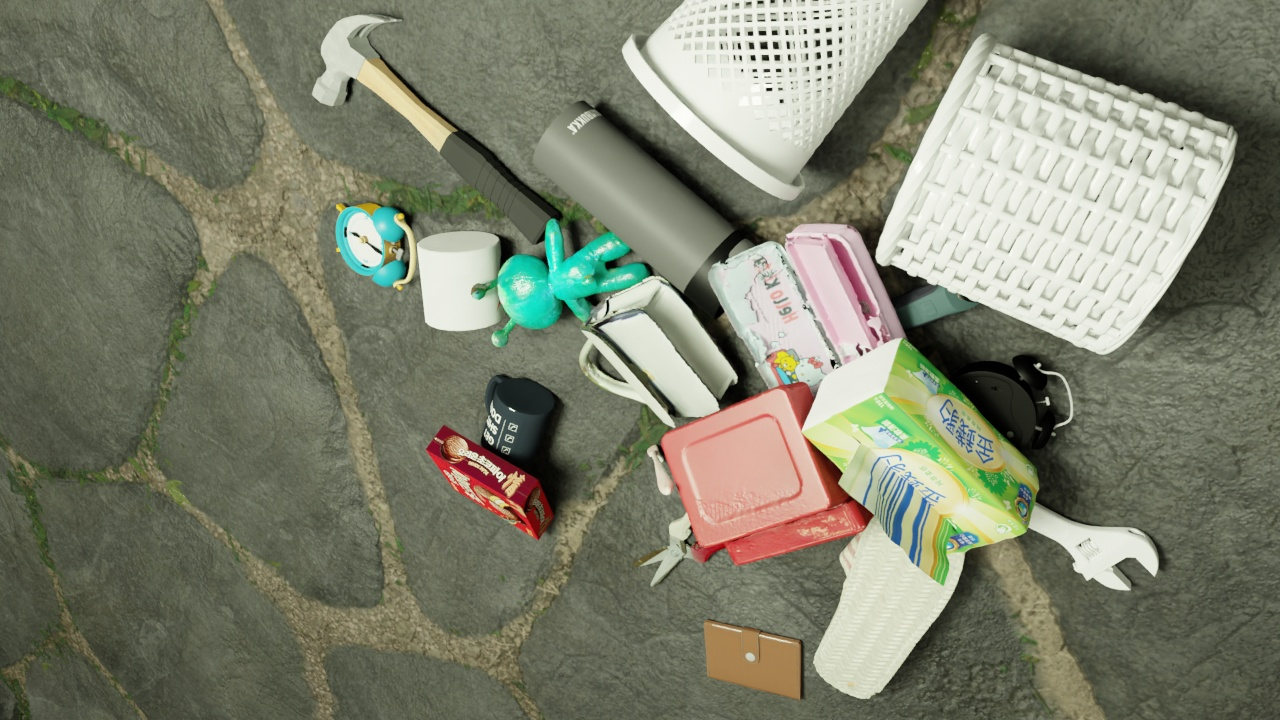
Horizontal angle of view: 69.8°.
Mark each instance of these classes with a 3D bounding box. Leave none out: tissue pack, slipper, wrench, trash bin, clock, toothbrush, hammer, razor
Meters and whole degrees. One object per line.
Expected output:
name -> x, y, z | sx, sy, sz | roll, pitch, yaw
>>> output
tissue pack -> 0.238, 0.102, 0.800 | 0.197, 0.141, 0.121 | 38, 140, -7
slipper -> 0.258, 0.243, 0.969 | 0.115, 0.052, 0.263 | 26, 117, 18
wrench -> 0.361, 0.140, 0.892 | 0.273, 0.018, 0.066 | 28, 121, 16
trash bin -> 0.123, -0.272, 0.749 | 0.195, 0.195, 0.200 | 45, 114, 4
clock -> 0.333, 0.042, 0.848 | 0.121, 0.042, 0.091 | -11, 106, 30
toothbrush -> 0.022, 0.118, 0.975 | 0.016, 0.181, 0.018 | -34, 98, 1
clock -> -0.320, -0.143, 1.109 | 0.130, 0.043, 0.099 | 23, 120, 25
hammer -> -0.222, -0.251, 1.014 | 0.328, 0.039, 0.131 | 42, 122, 5
razor -> 0.266, -0.053, 0.845 | 0.143, 0.052, 0.047 | -26, 98, 43

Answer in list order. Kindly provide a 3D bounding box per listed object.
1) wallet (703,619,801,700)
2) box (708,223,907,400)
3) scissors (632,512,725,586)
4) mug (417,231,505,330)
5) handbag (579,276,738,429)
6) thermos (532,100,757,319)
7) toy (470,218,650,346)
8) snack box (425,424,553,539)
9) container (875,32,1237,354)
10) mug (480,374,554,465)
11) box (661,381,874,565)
wallet -> 0.135, 0.361, 1.106 | 0.121, 0.013, 0.087 | 6, 113, 25
box -> 0.170, -0.035, 0.859 | 0.154, 0.066, 0.201 | -8, 128, 36
scissors -> 0.067, 0.205, 1.074 | 0.185, 0.015, 0.179 | 9, 116, 24
mug -> -0.210, -0.096, 1.050 | 0.121, 0.090, 0.090 | 32, 129, 52
handbag -> -0.006, 0.006, 0.974 | 0.176, 0.073, 0.151 | -15, 121, 46
thermos -> 0.010, -0.149, 0.910 | 0.240, 0.082, 0.082 | 41, 123, 6
toy -> -0.088, -0.082, 0.988 | 0.194, 0.072, 0.131 | -19, 113, 17
snack box -> -0.179, 0.151, 1.112 | 0.133, 0.035, 0.152 | 28, 159, 14
container -> 0.307, -0.125, 0.703 | 0.187, 0.188, 0.190 | 26, 121, 14
mug -> -0.156, 0.063, 1.102 | 0.105, 0.071, 0.078 | 46, 128, 36
box -> 0.132, 0.104, 0.910 | 0.157, 0.156, 0.170 | -25, 99, 32
